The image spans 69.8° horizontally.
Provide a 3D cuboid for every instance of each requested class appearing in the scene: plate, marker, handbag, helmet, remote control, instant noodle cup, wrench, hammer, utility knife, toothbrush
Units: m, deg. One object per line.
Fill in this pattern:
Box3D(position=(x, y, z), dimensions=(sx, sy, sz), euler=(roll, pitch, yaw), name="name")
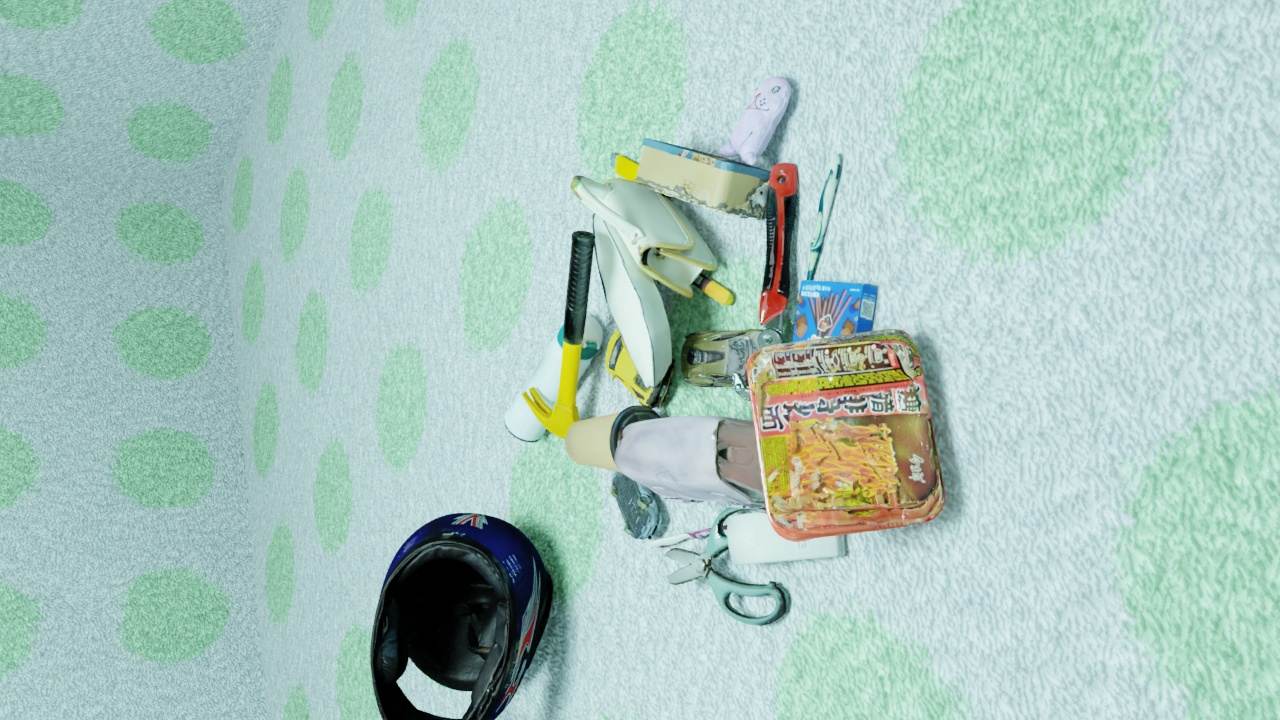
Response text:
Box3D(position=(-0.010, -0.083, 1.155), dimensions=(0.265, 0.034, 0.162), euler=(-115, 14, -45), name="plate")
Box3D(position=(0.077, -0.097, 1.142), dimensions=(0.018, 0.015, 0.124), euler=(-55, 40, 5), name="marker")
Box3D(position=(0.079, 0.109, 0.994), dimensions=(0.197, 0.144, 0.098), euler=(-6, 70, 58), name="handbag")
Box3D(position=(-0.258, 0.382, 1.344), dimensions=(0.240, 0.247, 0.315), euler=(54, -135, -81), name="helmet")
Box3D(position=(0.153, 0.187, 0.981), dimensions=(0.135, 0.019, 0.056), euler=(-16, 74, 38), name="remote control")
Box3D(position=(0.192, 0.073, 0.873), dimensions=(0.079, 0.164, 0.188), euler=(65, -161, -74), name="instant noodle cup")
Box3D(position=(0.147, -0.089, 1.022), dimensions=(0.056, 0.016, 0.273), euler=(6, 84, 27), name="wrench")
Box3D(position=(-0.001, -0.168, 1.112), dimensions=(0.063, 0.178, 0.163), euler=(-49, 42, 20), name="handbag")
Box3D(position=(-0.094, -0.029, 1.258), dimensions=(0.129, 0.032, 0.301), euler=(18, 115, 21), name="hammer")
Box3D(position=(0.000, -0.256, 1.260), dimensions=(0.173, 0.015, 0.033), euler=(42, 113, 48), name="utility knife")
Box3D(position=(0.188, -0.129, 0.993), dimensions=(0.016, 0.018, 0.192), euler=(23, 105, 52), name="toothbrush")
Box3D(position=(0.070, 0.215, 1.116), dimensions=(0.188, 0.016, 0.017), euler=(-25, 76, 49), name="toothbrush")

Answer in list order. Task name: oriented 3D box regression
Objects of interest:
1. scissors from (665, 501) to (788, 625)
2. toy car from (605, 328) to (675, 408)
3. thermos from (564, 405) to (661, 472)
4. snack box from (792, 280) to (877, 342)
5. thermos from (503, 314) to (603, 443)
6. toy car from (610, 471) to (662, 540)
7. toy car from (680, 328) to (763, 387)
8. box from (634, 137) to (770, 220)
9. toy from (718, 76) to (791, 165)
Box3D(position=(0.100, 0.247, 1.043), dimensions=(0.178, 0.019, 0.169), euler=(-34, 66, 30), name="scissors")
Box3D(position=(-0.007, 0.007, 1.221), dimensions=(0.156, 0.041, 0.071), euler=(43, 118, 49), name="toy car")
Box3D(position=(-0.032, 0.107, 1.196), dimensions=(0.144, 0.093, 0.093), euler=(-8, 80, 50), name="thermos")
Box3D(position=(0.197, -0.004, 0.961), dimensions=(0.085, 0.026, 0.157), euler=(11, 95, 52), name="snack box")
Box3D(position=(-0.128, 0.024, 1.359), dimensions=(0.225, 0.073, 0.073), euler=(-55, 46, 34), name="thermos")
Box3D(position=(-0.006, 0.183, 1.205), dimensions=(0.054, 0.036, 0.120), euler=(-66, 31, 25), name="toy car")
Box3D(position=(0.105, -0.003, 1.074), dimensions=(0.158, 0.042, 0.070), euler=(-2, 85, 50), name="toy car")
Box3D(position=(0.070, -0.221, 1.102), dimensions=(0.184, 0.089, 0.062), euler=(32, 113, 44), name="box")
Box3D(position=(0.135, -0.277, 1.055), dimensions=(0.108, 0.039, 0.084), euler=(-63, 30, 7), name="toy")
